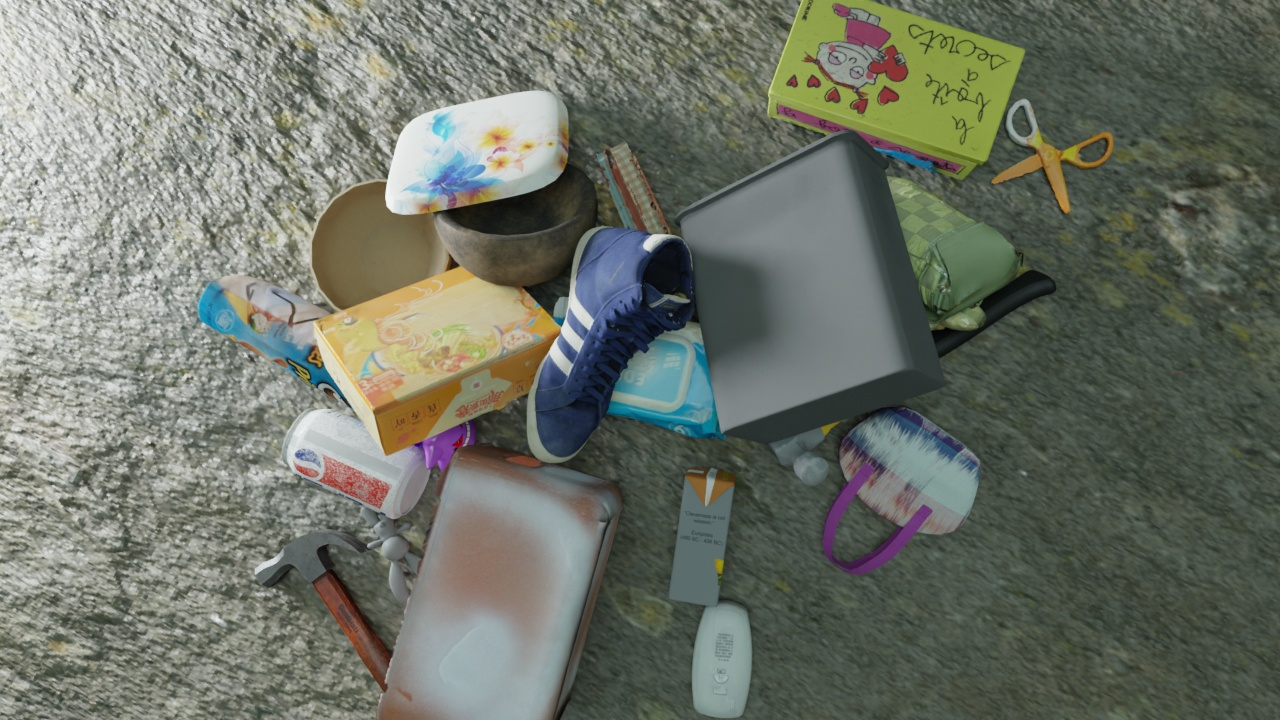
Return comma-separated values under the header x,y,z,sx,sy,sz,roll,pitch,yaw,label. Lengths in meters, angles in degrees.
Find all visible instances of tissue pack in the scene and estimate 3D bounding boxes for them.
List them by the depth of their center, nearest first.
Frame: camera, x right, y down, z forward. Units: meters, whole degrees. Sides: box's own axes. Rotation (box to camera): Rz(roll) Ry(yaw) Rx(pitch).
x,y,z,sx,sy,sz,roll,pitch,yaw,label
-0.006,0.005,0.935,0.209,0.066,0.117,12,87,9,tissue pack

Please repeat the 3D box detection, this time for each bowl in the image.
x,y,z,sx,sy,sz,roll,pitch,yaw,label
-0.123,-0.137,0.922,0.162,0.161,0.070,6,132,7,bowl
-0.270,-0.112,0.978,0.152,0.050,0.152,0,87,7,bowl

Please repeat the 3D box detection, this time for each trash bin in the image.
x,y,z,sx,sy,sz,roll,pitch,yaw,label
0.146,-0.059,0.821,0.192,0.097,0.219,-22,67,32,trash bin
-0.122,0.222,0.878,0.157,0.181,0.259,14,88,5,trash bin

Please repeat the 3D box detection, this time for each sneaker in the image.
x,y,z,sx,sy,sz,roll,pitch,yaw,label
-0.017,-0.012,0.836,0.119,0.091,0.232,5,76,45,sneaker

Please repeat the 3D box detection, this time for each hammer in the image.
x,y,z,sx,sy,sz,roll,pitch,yaw,label
0.261,0.002,0.894,0.323,0.127,0.029,-32,118,-6,hammer
-0.279,0.311,0.967,0.111,0.028,0.300,-36,84,4,hammer

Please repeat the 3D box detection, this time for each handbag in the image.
x,y,z,sx,sy,sz,roll,pitch,yaw,label
0.263,-0.095,0.887,0.113,0.117,0.186,-24,47,-29,handbag
0.243,0.134,0.904,0.144,0.068,0.170,36,98,8,handbag

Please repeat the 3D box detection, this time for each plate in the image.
x,y,z,sx,sy,sz,roll,pitch,yaw,label
-0.166,-0.218,0.928,0.187,0.016,0.186,-10,44,5,plate

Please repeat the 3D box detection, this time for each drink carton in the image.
x,y,z,sx,sy,sz,roll,pitch,yaw,label
0.062,0.172,0.913,0.048,0.076,0.125,8,92,7,drink carton

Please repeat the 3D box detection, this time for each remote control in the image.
x,y,z,sx,sy,sz,roll,pitch,yaw,label
0.082,0.300,0.924,0.060,0.028,0.114,3,87,7,remote control

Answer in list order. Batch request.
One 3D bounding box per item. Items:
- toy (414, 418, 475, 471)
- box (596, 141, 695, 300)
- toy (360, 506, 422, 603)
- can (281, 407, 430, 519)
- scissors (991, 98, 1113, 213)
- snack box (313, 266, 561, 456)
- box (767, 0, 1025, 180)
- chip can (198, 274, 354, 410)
x,y,z,sx,sy,sz,roll,pitch,yaw,label
-0.201,0.074,0.942,0.056,0.088,0.106,-4,86,13,toy
0.012,-0.141,0.949,0.060,0.058,0.186,-20,84,-36,box
-0.259,0.198,0.970,0.049,0.030,0.111,-29,78,-11,toy
-0.294,0.105,0.955,0.136,0.078,0.078,22,89,7,can
0.411,-0.209,0.924,0.125,0.011,0.129,-24,82,3,scissors
-0.191,-0.005,0.890,0.194,0.081,0.145,-25,49,-26,snack box
0.249,-0.275,0.913,0.221,0.082,0.124,22,89,8,box
-0.351,-0.019,0.972,0.229,0.080,0.080,28,90,7,chip can
